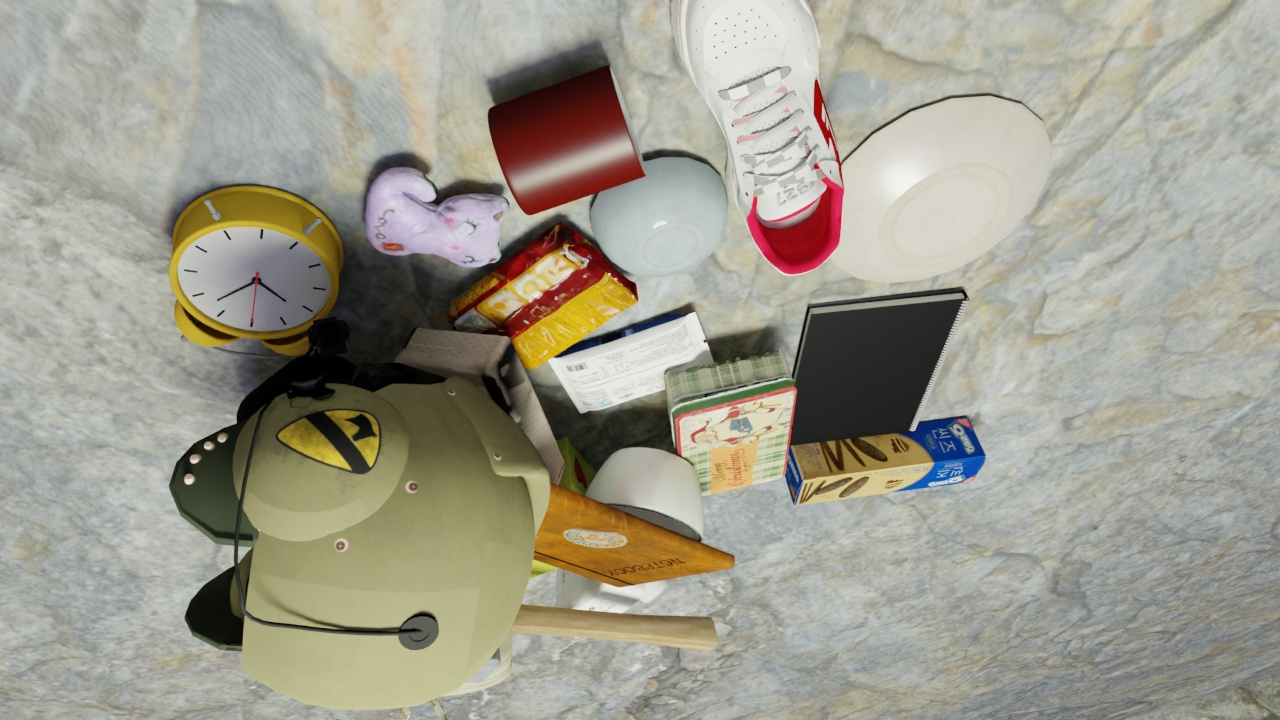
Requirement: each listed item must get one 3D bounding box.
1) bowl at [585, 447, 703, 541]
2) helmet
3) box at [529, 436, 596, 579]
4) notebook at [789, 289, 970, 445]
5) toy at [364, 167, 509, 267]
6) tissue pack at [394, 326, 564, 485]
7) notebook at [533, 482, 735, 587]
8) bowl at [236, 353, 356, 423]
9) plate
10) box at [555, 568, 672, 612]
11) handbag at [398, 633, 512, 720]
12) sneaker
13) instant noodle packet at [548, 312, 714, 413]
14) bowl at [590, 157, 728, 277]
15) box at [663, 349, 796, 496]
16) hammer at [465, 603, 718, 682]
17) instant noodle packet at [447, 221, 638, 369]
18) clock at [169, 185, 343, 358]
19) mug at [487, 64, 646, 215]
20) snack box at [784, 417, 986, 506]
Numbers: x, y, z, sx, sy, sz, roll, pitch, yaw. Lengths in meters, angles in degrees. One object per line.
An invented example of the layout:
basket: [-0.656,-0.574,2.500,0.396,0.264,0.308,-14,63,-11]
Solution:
bowl: [0.007,0.128,0.865,0.116,0.065,0.116,11,153,5]
helmet: [-0.182,0.108,0.635,0.232,0.255,0.251,8,138,-16]
box: [-0.143,0.171,0.944,0.221,0.082,0.124,-20,140,11]
notebook: [0.221,0.013,0.898,0.149,0.016,0.207,-6,141,-6]
toy: [-0.143,-0.100,0.648,0.099,0.036,0.080,4,138,-17]
tissue pack: [-0.132,0.040,0.770,0.104,0.071,0.181,7,145,20]
notebook: [-0.062,0.166,0.850,0.249,0.014,0.179,28,145,-35]
bowl: [-0.266,0.031,0.762,0.124,0.052,0.124,-7,141,-6]
plate: [0.236,-0.122,0.727,0.188,0.027,0.189,-7,141,-6]
box: [-0.017,0.252,1.053,0.130,0.102,0.110,30,127,-28]
handbag: [-0.259,0.339,1.047,0.229,0.132,0.184,-5,-179,-7]
sneaker: [0.088,-0.146,0.598,0.090,0.104,0.237,-17,141,6]
instant noodle packet: [-0.005,0.005,0.819,0.134,0.026,0.087,-18,141,7]
bowl: [0.018,-0.098,0.684,0.106,0.039,0.106,-9,145,-7]
box: [0.086,0.067,0.880,0.117,0.050,0.206,-10,151,-2]
hammer: [-0.056,0.268,0.934,0.322,0.117,0.051,15,131,-31]
instant noodle packet: [-0.079,-0.046,0.729,0.136,0.039,0.098,-32,136,22]
clock: [-0.276,-0.056,0.658,0.113,0.052,0.152,7,134,-22]
mug: [-0.044,-0.139,0.609,0.082,0.073,0.105,-18,170,7]
snack box: [0.262,0.108,0.990,0.206,0.056,0.057,-7,140,-6]
